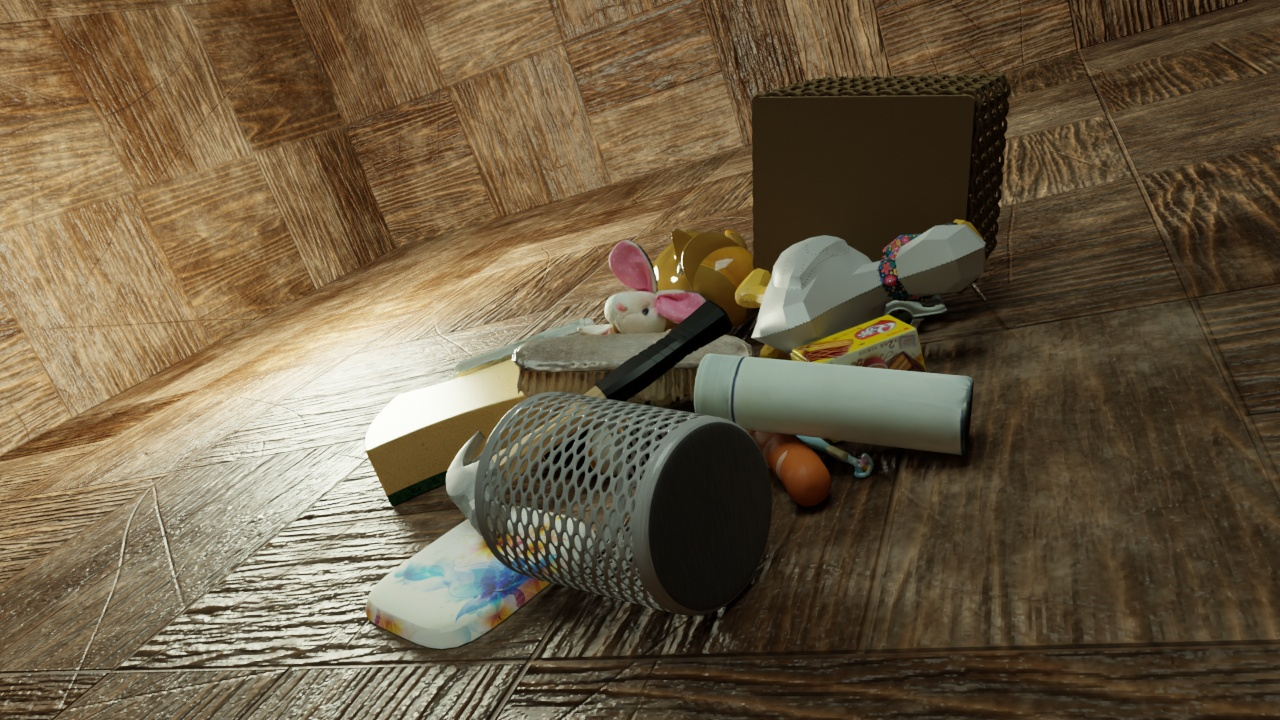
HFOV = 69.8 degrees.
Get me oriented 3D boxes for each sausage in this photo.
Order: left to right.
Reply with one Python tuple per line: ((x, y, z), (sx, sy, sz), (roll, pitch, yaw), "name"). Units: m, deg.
((0.126, 0.085, 0.818), (0.044, 0.039, 0.164), (-19, 17, -9), "sausage")

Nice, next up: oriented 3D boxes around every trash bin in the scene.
((-0.011, 0.107, 0.711), (0.184, 0.156, 0.156), (3, 28, 45), "trash bin")

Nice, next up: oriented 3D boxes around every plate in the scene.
((-0.151, 0.187, 0.842), (0.187, 0.016, 0.186), (0, 26, 48), "plate")

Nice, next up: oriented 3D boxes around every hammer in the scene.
((-0.049, 0.046, 0.923), (0.328, 0.039, 0.131), (-35, 29, -8), "hammer")

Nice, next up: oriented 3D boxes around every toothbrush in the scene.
((0.163, 0.077, 0.842), (0.016, 0.022, 0.155), (20, 3, -24), "toothbrush")

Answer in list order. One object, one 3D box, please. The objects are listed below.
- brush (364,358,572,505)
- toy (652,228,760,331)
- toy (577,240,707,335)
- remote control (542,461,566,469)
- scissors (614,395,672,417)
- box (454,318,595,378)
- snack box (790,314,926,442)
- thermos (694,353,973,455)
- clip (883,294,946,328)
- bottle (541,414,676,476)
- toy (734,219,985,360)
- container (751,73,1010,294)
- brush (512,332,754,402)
((-0.206, 0.074, 1.145), (0.250, 0.075, 0.195), (-19, 17, 3), "brush")
((0.090, -0.107, 1.223), (0.198, 0.162, 0.203), (-45, 20, -9), "toy")
((-0.019, -0.043, 1.180), (0.194, 0.159, 0.084), (-51, -22, 13), "toy")
((-0.039, 0.092, 1.009), (0.147, 0.008, 0.045), (-13, 32, 22), "remote control")
((0.015, 0.032, 1.086), (0.187, 0.015, 0.146), (-9, 53, -10), "scissors")
((-0.149, 0.001, 1.314), (0.210, 0.061, 0.193), (-18, -13, 1), "box")
((0.207, 0.016, 0.862), (0.105, 0.084, 0.061), (-20, 19, -4), "snack box")
((0.162, 0.035, 0.789), (0.230, 0.068, 0.067), (6, 26, 21), "thermos")
((0.280, -0.064, 1.082), (0.144, 0.074, 0.124), (-10, 17, 12), "clip")
((-0.049, 0.091, 0.953), (0.182, 0.059, 0.059), (-7, 21, 35), "bottle")
((0.218, -0.068, 0.953), (0.246, 0.141, 0.268), (-26, 5, -41), "toy")
((0.289, -0.221, 1.108), (0.252, 0.220, 0.213), (8, 24, 28), "container")
((-0.006, 0.006, 1.031), (0.271, 0.057, 0.083), (-2, 29, -4), "brush")
